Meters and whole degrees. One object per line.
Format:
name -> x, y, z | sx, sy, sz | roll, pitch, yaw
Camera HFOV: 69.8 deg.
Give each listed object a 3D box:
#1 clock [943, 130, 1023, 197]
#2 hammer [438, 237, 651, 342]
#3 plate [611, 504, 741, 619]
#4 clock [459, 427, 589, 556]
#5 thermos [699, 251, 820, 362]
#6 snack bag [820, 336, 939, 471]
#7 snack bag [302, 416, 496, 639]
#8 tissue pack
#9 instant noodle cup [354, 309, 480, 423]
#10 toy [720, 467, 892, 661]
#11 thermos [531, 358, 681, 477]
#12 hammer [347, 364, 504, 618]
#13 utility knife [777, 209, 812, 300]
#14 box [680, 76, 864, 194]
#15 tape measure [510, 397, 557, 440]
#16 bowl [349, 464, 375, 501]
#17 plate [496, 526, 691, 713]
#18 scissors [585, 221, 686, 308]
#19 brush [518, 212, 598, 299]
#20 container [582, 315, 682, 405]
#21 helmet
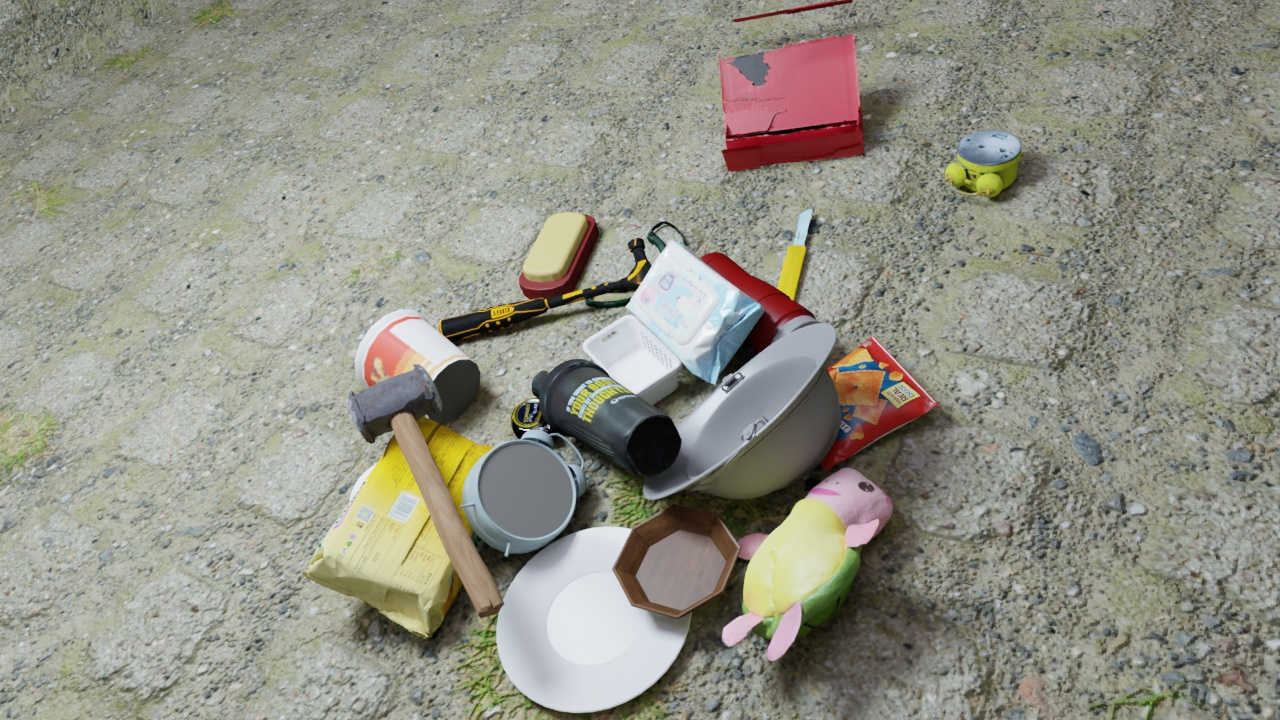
clock -> 0.471, -0.267, 1.260 | 0.083, 0.057, 0.118 | 29, 61, 36
hammer -> -0.131, -0.075, 1.284 | 0.321, 0.036, 0.123 | -15, 69, 9
plate -> 0.039, 0.209, 0.942 | 0.131, 0.025, 0.131 | -12, 43, 12
clock -> -0.125, 0.143, 1.030 | 0.122, 0.045, 0.158 | 47, 54, 0
thermos -> 0.131, -0.055, 1.153 | 0.108, 0.084, 0.198 | -32, 44, -14
snack bag -> 0.241, 0.047, 1.048 | 0.144, 0.039, 0.130 | -30, 46, -2
snack bag -> -0.248, 0.170, 1.034 | 0.159, 0.068, 0.246 | 23, 54, 3
tissue pack -> 0.064, -0.061, 1.116 | 0.112, 0.070, 0.182 | -54, 43, 9
instant noodle cup -> -0.287, 0.014, 1.209 | 0.121, 0.123, 0.123 | 29, 62, 29
toy -> 0.163, 0.196, 0.892 | 0.191, 0.087, 0.237 | -28, 14, 50
thermos -> -0.040, 0.064, 1.056 | 0.098, 0.098, 0.221 | -37, 30, -18
hammer -> -0.220, 0.132, 0.967 | 0.098, 0.052, 0.328 | -24, 52, -14
utility knife -> 0.210, -0.133, 1.247 | 0.030, 0.019, 0.224 | 7, 55, 17
box -> 0.200, -0.321, 1.285 | 0.214, 0.171, 0.477 | -3, 9, 16
tape measure -> -0.131, 0.077, 1.149 | 0.061, 0.034, 0.061 | -3, 46, 13
bowl -> -0.304, 0.162, 1.113 | 0.115, 0.051, 0.114 | -10, 45, 10
plate -> -0.048, 0.265, 0.953 | 0.209, 0.015, 0.208 | -10, 45, 10
scissors -> 0.023, -0.139, 1.319 | 0.202, 0.015, 0.203 | -6, 44, 14
brush -> -0.123, -0.163, 1.371 | 0.082, 0.042, 0.173 | 3, 49, 21
container -> -0.007, 0.007, 1.163 | 0.080, 0.049, 0.129 | -33, 46, -13
helmet -> 0.137, 0.089, 0.994 | 0.271, 0.117, 0.183 | -43, 14, 11
